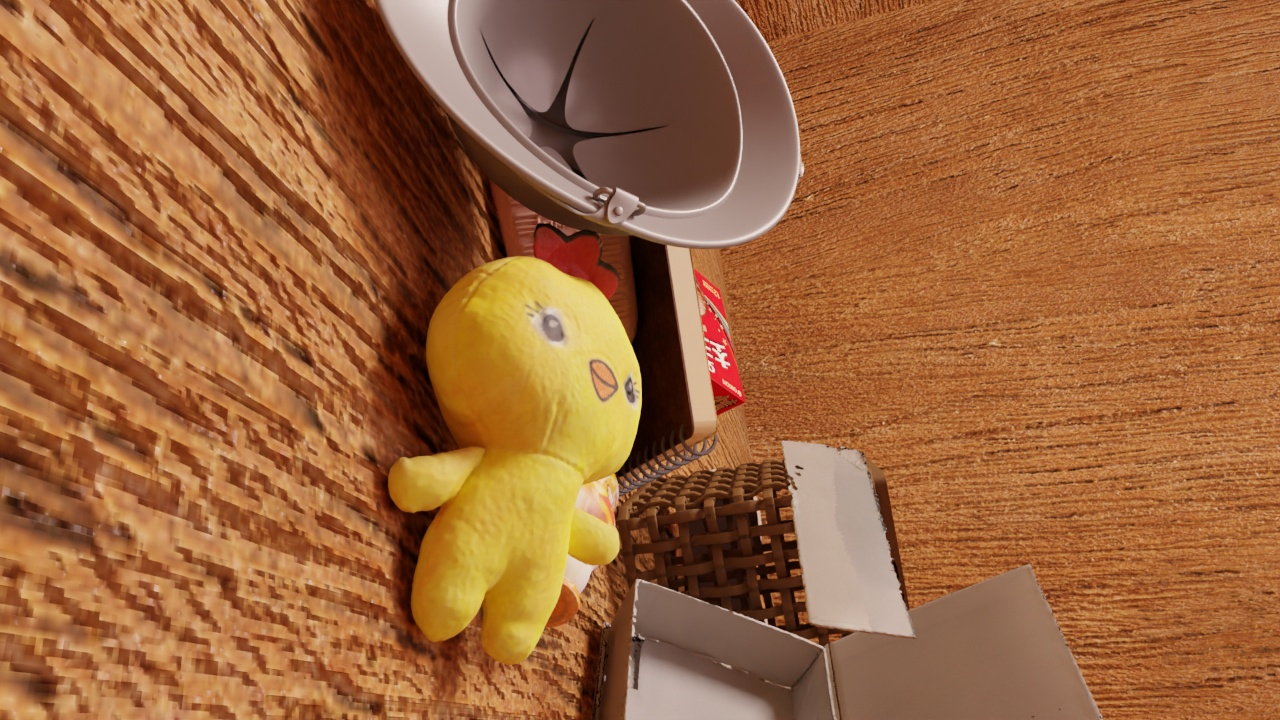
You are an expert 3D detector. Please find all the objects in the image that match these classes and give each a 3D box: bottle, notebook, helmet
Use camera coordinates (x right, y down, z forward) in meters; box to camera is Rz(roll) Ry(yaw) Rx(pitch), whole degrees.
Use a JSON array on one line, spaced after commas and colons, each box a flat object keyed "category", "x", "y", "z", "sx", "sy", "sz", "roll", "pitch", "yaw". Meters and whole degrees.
[{"category": "bottle", "x": -0.046, "y": 0.096, "z": 0.509, "sx": 0.108, "sy": 0.063, "sz": 0.063, "roll": -84, "pitch": 162, "yaw": -59}, {"category": "notebook", "x": -0.004, "y": 0.004, "z": 0.661, "sx": 0.226, "sy": 0.024, "sz": 0.167, "roll": 138, "pitch": -53, "yaw": -66}, {"category": "helmet", "x": -0.042, "y": -0.144, "z": 0.514, "sx": 0.270, "sy": 0.118, "sz": 0.183, "roll": 18, "pitch": 69, "yaw": -33}]

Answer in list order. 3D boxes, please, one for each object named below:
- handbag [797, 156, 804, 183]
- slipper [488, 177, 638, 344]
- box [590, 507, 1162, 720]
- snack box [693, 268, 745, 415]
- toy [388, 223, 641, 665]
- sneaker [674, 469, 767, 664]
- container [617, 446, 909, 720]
[{"category": "handbag", "x": 0.036, "y": -0.219, "z": 0.696, "sx": 0.132, "sy": 0.184, "sz": 0.229, "roll": -67, "pitch": 155, "yaw": -3}, {"category": "slipper", "x": -0.054, "y": -0.085, "z": 0.632, "sx": 0.082, "sy": 0.093, "sz": 0.197, "roll": 133, "pitch": -49, "yaw": -78}, {"category": "box", "x": 0.133, "y": 0.212, "z": 0.595, "sx": 0.165, "sy": 0.331, "sz": 0.166, "roll": 60, "pitch": 17, "yaw": -26}, {"category": "snack box", "x": 0.029, "y": -0.038, "z": 0.831, "sx": 0.152, "sy": 0.036, "sz": 0.132, "roll": 33, "pitch": 38, "yaw": -45}, {"category": "toy", "x": -0.057, "y": 0.034, "z": 0.441, "sx": 0.134, "sy": 0.092, "sz": 0.207, "roll": 38, "pitch": 46, "yaw": -44}, {"category": "sneaker", "x": 0.084, "y": 0.277, "z": 1.034, "sx": 0.117, "sy": 0.111, "sz": 0.293, "roll": 117, "pitch": -34, "yaw": -72}, {"category": "container", "x": 0.121, "y": 0.226, "z": 0.828, "sx": 0.219, "sy": 0.214, "sz": 0.251, "roll": 0, "pitch": 80, "yaw": -82}]
